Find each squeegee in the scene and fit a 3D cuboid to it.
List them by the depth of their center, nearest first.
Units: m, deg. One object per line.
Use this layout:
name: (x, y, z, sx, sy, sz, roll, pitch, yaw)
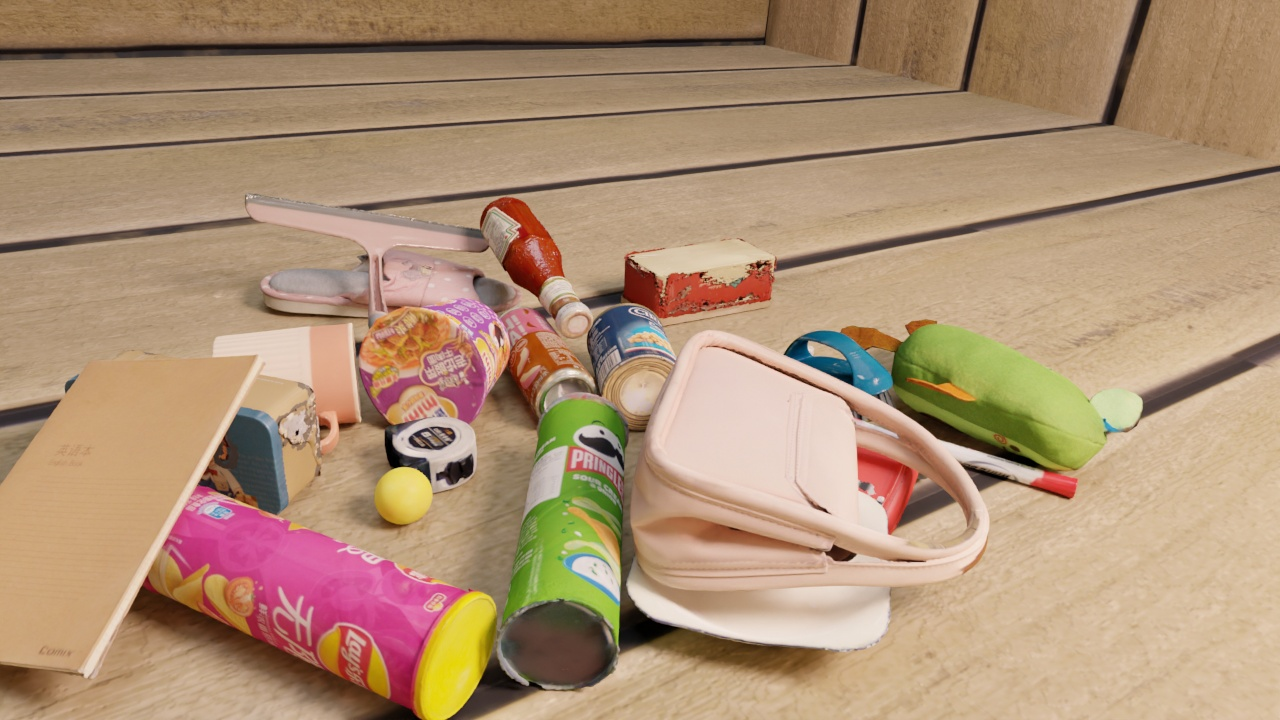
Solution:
squeegee: (-0.248, -0.046, 0.873, 0.247, 0.040, 0.249, 6, 46, -27)

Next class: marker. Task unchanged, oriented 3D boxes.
marker: (0.290, 0.086, 0.774, 0.145, 0.017, 0.017, 16, 28, 22)

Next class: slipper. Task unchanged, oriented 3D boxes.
slipper: (-0.264, -0.083, 0.981, 0.274, 0.054, 0.114, 3, 26, -5)

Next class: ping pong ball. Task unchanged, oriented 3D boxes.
ping pong ball: (-0.168, 0.096, 0.652, 0.040, 0.040, 0.040, 4, 26, -2)

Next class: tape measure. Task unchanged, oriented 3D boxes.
tape measure: (-0.160, 0.073, 0.709, 0.066, 0.034, 0.066, -10, 32, -23)

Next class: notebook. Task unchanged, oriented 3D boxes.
notebook: (-0.335, 0.082, 0.556, 0.150, 0.012, 0.210, -1, 50, 18)

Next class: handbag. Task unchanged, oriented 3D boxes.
handbag: (0.117, 0.077, 0.613, 0.234, 0.093, 0.192, 13, 31, 5)

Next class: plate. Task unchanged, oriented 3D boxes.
plate: (0.081, 0.135, 0.611, 0.164, 0.034, 0.163, 7, 30, 12)

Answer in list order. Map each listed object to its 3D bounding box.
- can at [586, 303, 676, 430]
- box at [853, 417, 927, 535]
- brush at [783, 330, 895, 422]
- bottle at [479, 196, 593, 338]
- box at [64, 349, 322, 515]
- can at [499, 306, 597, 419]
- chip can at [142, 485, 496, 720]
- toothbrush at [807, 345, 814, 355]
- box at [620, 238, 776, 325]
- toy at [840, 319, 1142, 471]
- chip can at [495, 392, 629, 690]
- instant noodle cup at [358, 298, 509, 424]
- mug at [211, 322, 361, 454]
can: (-0.005, 0.005, 0.824, 0.075, 0.075, 0.111, 0, 27, -10)
box: (0.126, 0.075, 0.746, 0.201, 0.098, 0.118, 20, 62, 25)
brush: (0.168, 0.010, 0.809, 0.055, 0.073, 0.144, -16, 12, -18)
bottle: (-0.101, -0.092, 0.907, 0.059, 0.060, 0.206, -9, 40, -26)
box: (-0.327, 0.049, 0.669, 0.184, 0.090, 0.060, 7, 27, 11)
can: (-0.090, 0.004, 0.832, 0.057, 0.058, 0.147, -7, 28, -23)
chip can: (-0.191, 0.136, 0.533, 0.211, 0.071, 0.071, 15, 28, 20)
toothbrush: (0.101, 0.009, 0.901, 0.180, 0.018, 0.015, -13, 34, -28)
box: (0.069, -0.099, 1.044, 0.168, 0.076, 0.091, -12, 30, -29)
toy: (0.302, 0.023, 0.819, 0.226, 0.090, 0.247, 3, 22, -40)
chip can: (-0.046, 0.109, 0.612, 0.072, 0.072, 0.235, 4, 27, -1)
instant noodle cup: (-0.166, -0.003, 0.784, 0.111, 0.112, 0.099, 10, 20, 11)
mug: (-0.283, 0.027, 0.743, 0.105, 0.082, 0.114, -5, 58, -16)
